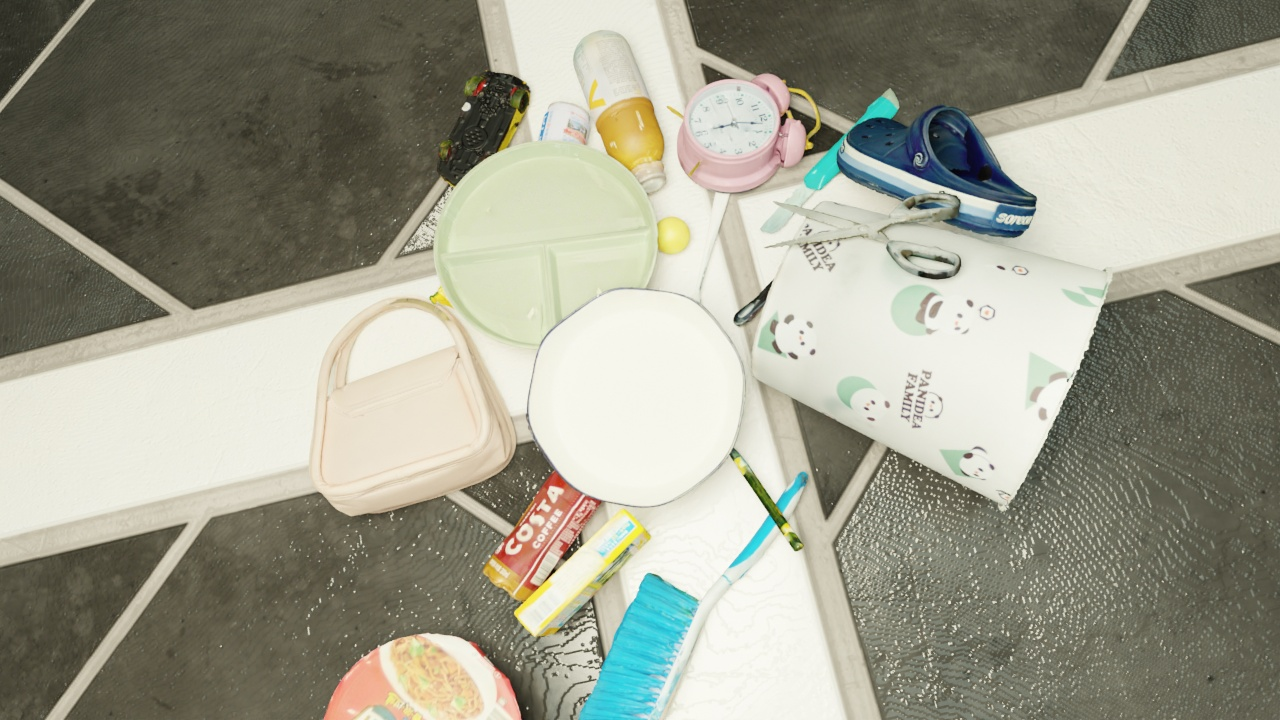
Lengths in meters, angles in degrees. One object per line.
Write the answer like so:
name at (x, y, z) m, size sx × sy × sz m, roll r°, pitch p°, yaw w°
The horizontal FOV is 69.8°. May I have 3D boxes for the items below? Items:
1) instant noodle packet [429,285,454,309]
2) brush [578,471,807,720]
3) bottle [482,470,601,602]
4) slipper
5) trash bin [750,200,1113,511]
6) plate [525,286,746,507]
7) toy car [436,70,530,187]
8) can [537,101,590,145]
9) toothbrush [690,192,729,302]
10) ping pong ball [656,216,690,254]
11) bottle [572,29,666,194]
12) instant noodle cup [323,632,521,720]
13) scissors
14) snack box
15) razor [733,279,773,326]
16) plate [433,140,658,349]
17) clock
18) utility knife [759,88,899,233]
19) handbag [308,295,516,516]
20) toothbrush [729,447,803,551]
instant noodle packet at (-0.148, -0.092, 0.981) m, size 0.111 × 0.044 × 0.128 m, roll 24°, pitch 70°, yaw 10°
brush at (0.051, 0.227, 0.877) m, size 0.109 × 0.060 × 0.314 m, roll 24°, pitch 76°, yaw 7°
bottle at (-0.082, 0.152, 0.907) m, size 0.057 × 0.057 × 0.174 m, roll 34°, pitch 81°, yaw 14°
slipper at (0.278, -0.195, 0.877) m, size 0.105 × 0.252 × 0.095 m, roll 5°, pitch 117°, yaw -25°
trash bin at (0.252, -0.019, 0.837) m, size 0.252 × 0.229 × 0.229 m, roll 23°, pitch 78°, yaw 18°
plate at (-0.003, 0.034, 0.867) m, size 0.205 × 0.045 × 0.204 m, roll -1°, pitch 84°, yaw 8°
toy car at (-0.179, -0.261, 1.042) m, size 0.071 × 0.041 × 0.155 m, roll 18°, pitch 76°, yaw 11°
can at (-0.093, -0.215, 1.013) m, size 0.053 × 0.053 × 0.134 m, roll 9°, pitch 76°, yaw 9°
toothbrush at (0.075, -0.127, 0.990) m, size 0.016 × 0.016 × 0.180 m, roll 13°, pitch 74°, yaw 6°
ping pong ball at (0.033, -0.134, 0.982) m, size 0.040 × 0.040 × 0.040 m, roll -2°, pitch 74°, yaw 6°
bottle at (-0.019, -0.272, 1.012) m, size 0.068 × 0.068 × 0.189 m, roll -20°, pitch 73°, yaw 1°
instant noodle cup at (-0.196, 0.356, 0.861) m, size 0.194 × 0.066 × 0.193 m, roll -2°, pitch 75°, yaw 7°
scissors at (0.196, -0.113, 0.779) m, size 0.159 × 0.014 × 0.181 m, roll -33°, pitch 50°, yaw -24°
snack box at (-0.052, 0.203, 0.874) m, size 0.140 × 0.087 × 0.034 m, roll -42°, pitch 74°, yaw -5°
razor at (0.149, -0.087, 0.965) m, size 0.142 × 0.022 × 0.043 m, roll -47°, pitch 48°, yaw -4°
plate at (-0.096, -0.118, 0.944) m, size 0.230 × 0.027 × 0.230 m, roll -1°, pitch 75°, yaw 2°
clock at (0.116, -0.250, 0.989) m, size 0.158 × 0.060 × 0.117 m, roll -15°, pitch 68°, yaw -4°
utility knife at (0.207, -0.215, 0.998) m, size 0.029 × 0.013 × 0.222 m, roll 42°, pitch 81°, yaw 14°
handbag at (-0.247, 0.031, 0.958) m, size 0.193 × 0.093 × 0.234 m, roll -19°, pitch 65°, yaw 2°
toothbrush at (0.107, 0.108, 0.898) m, size 0.017 × 0.012 × 0.185 m, roll -25°, pitch 58°, yaw -13°
